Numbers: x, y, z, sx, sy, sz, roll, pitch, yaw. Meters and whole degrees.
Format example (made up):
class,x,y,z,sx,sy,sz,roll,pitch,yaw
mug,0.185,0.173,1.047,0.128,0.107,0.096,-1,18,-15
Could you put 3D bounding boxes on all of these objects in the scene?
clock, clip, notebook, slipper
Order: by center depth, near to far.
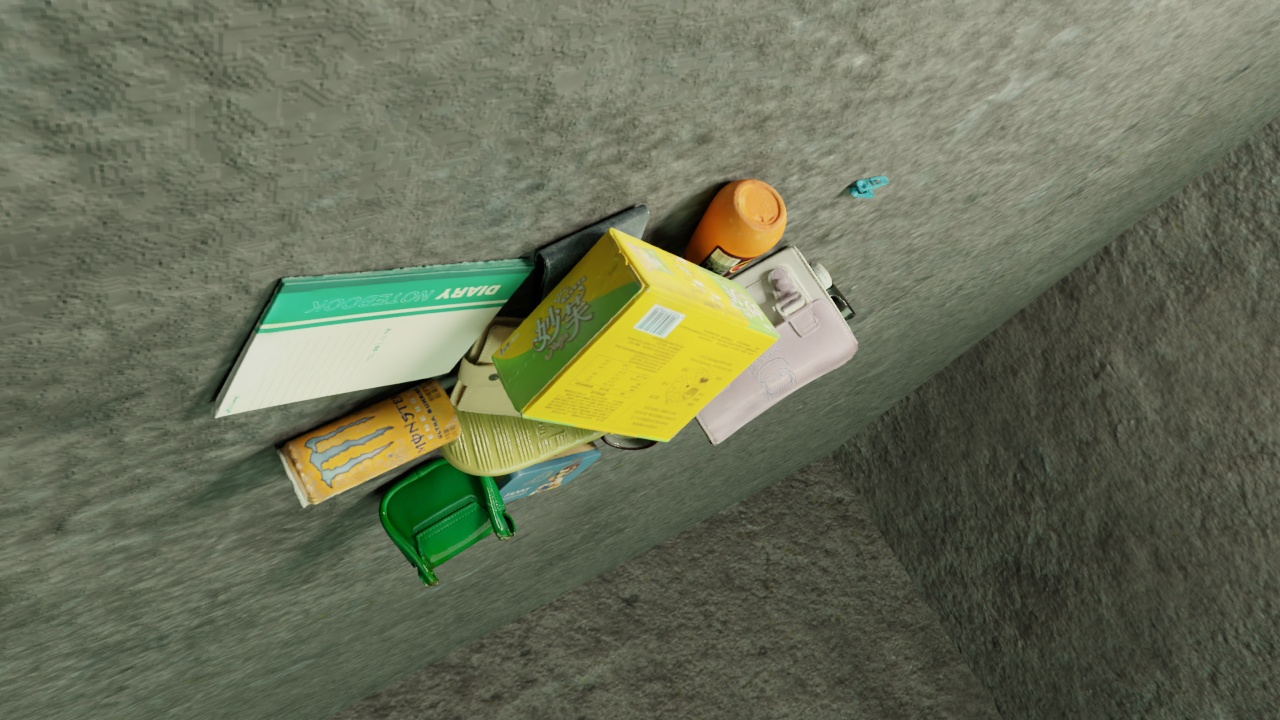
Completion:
class,x,y,z,sx,sy,sz,roll,pitch,yaw
notebook,-0.192,-0.021,0.676,0.208,0.012,0.151,-13,155,-49
slipper,-0.113,0.057,0.913,0.190,0.091,0.082,-13,-177,-21
clip,0.241,-0.183,0.976,0.055,0.013,0.039,-15,157,-44
clock,-0.004,0.068,1.141,0.082,0.055,0.122,30,140,-34

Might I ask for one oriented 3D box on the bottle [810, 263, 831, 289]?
class,x,y,z,sx,sy,sz,roll,pitch,yaw
bottle,0.144,-0.049,1.130,0.206,0.059,0.060,-35,165,-3

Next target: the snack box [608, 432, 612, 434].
class,x,y,z,sx,sy,sz,roll,pitch,yaw
snack box,-0.006,0.006,0.959,0.033,0.087,0.141,-12,155,-50

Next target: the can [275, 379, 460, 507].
class,x,y,z,sx,sy,sz,roll,pitch,yaw
can,-0.231,0.070,0.789,0.145,0.058,0.058,-25,163,-21

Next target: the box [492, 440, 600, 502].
class,x,y,z,sx,sy,sz,roll,pitch,yaw
box,-0.137,0.128,1.146,0.090,0.059,0.183,-43,162,33

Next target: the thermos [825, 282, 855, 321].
class,x,y,z,sx,sy,sz,roll,pitch,yaw
thermos,0.177,-0.020,1.275,0.243,0.068,0.090,-38,149,17

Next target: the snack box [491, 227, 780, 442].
class,x,y,z,sx,sy,sz,roll,pitch,yaw
snack box,0.001,-0.011,0.788,0.158,0.070,0.209,-45,148,22

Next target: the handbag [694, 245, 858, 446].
class,x,y,z,sx,sy,sz,roll,pitch,yaw
handbag,0.123,-0.017,1.025,0.197,0.145,0.098,-31,167,-3

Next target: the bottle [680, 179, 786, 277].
class,x,y,z,sx,sy,sz,roll,pitch,yaw
bottle,0.073,-0.104,0.830,0.066,0.066,0.150,-23,169,-28

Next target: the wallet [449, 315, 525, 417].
class,x,y,z,sx,sy,sz,roll,pitch,yaw
wallet,-0.118,0.008,0.812,0.087,0.024,0.115,7,136,-27

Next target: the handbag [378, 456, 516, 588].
class,x,y,z,sx,sy,sz,roll,pitch,yaw
handbag,-0.216,0.173,1.024,0.131,0.120,0.068,-32,170,-4

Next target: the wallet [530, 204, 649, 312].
class,x,y,z,sx,sy,sz,roll,pitch,yaw
wallet,-0.043,-0.078,0.763,0.097,0.019,0.121,-26,166,-18
